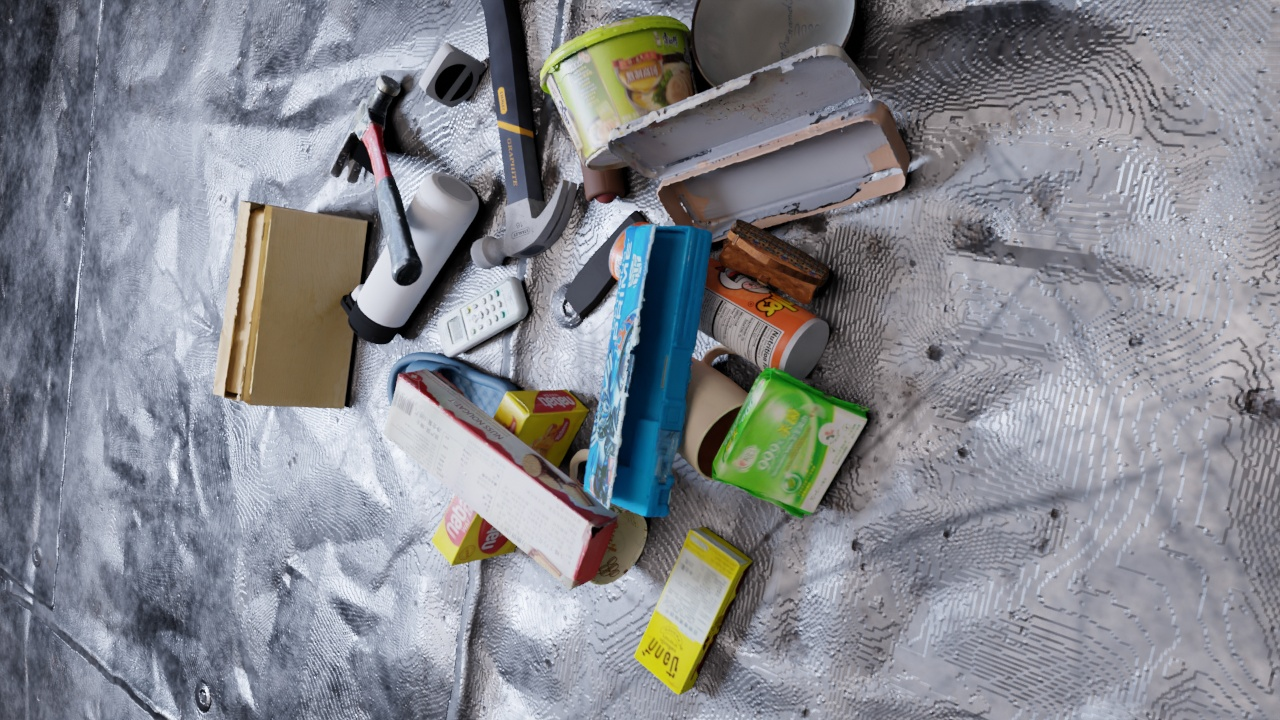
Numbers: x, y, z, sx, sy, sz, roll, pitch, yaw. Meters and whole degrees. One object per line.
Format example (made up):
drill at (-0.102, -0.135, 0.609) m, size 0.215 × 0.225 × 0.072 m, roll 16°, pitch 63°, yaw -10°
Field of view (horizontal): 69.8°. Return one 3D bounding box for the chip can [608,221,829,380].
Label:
chip can at (0.066, -0.056, 0.827) m, size 0.210 × 0.062 × 0.062 m, roll 34°, pitch 109°, yaw 32°

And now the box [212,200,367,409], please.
box at (-0.448, -0.070, 1.171) m, size 0.148 × 0.140 × 0.249 m, roll 13°, pitch 97°, yaw 28°

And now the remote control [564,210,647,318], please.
remote control at (-0.035, -0.098, 0.934) m, size 0.125 × 0.010 × 0.039 m, roll -50°, pitch 63°, yaw 25°

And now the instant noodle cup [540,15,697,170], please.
instant noodle cup at (-0.012, -0.239, 0.842) m, size 0.147 × 0.145 × 0.098 m, roll -17°, pitch 90°, yaw 35°

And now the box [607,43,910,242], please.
box at (0.096, -0.173, 0.759) m, size 0.217 × 0.157 × 0.063 m, roll -11°, pitch 60°, yaw 36°

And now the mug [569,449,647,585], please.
mug at (-0.053, 0.144, 0.903) m, size 0.097 × 0.080 × 0.122 m, roll 28°, pitch 122°, yaw 41°

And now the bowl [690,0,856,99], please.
bowl at (0.121, -0.287, 0.789) m, size 0.151 × 0.056 × 0.150 m, roll -3°, pitch 85°, yaw 34°

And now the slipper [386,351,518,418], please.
slipper at (-0.219, 0.052, 1.043) m, size 0.214 × 0.059 × 0.104 m, roll 13°, pitch 99°, yaw 35°

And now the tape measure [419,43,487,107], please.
tape measure at (-0.211, -0.320, 1.036) m, size 0.065 × 0.064 × 0.016 m, roll -48°, pitch 63°, yaw 18°

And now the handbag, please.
handbag at (0.102, -0.073, 0.718) m, size 0.093 × 0.195 × 0.043 m, roll 30°, pitch 102°, yaw 4°

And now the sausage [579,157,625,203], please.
sausage at (-0.046, -0.234, 0.927) m, size 0.040 × 0.040 × 0.155 m, roll -15°, pitch 81°, yaw 36°

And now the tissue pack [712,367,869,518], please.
tissue pack at (0.124, 0.069, 0.765) m, size 0.099 × 0.034 × 0.114 m, roll 23°, pitch 107°, yaw -10°

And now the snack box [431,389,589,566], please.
snack box at (-0.137, 0.122, 0.959) m, size 0.042 × 0.092 × 0.201 m, roll 41°, pitch 113°, yaw 30°

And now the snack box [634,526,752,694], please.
snack box at (0.048, 0.234, 0.861) m, size 0.061 × 0.025 × 0.149 m, roll 32°, pitch 108°, yaw 32°

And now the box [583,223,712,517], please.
box at (-0.006, 0.004, 0.784) m, size 0.091 × 0.066 × 0.243 m, roll 11°, pitch 93°, yaw 52°

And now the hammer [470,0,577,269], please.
hammer at (-0.144, -0.267, 1.004) m, size 0.140 × 0.035 × 0.312 m, roll -14°, pitch 81°, yaw 34°

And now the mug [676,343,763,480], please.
mug at (0.063, 0.034, 0.825) m, size 0.111 × 0.085 × 0.104 m, roll -45°, pitch 49°, yaw -3°

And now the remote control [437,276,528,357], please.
remote control at (-0.177, -0.048, 1.033) m, size 0.134 × 0.022 × 0.050 m, roll -26°, pitch 75°, yaw 34°

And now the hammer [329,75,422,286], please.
hammer at (-0.297, -0.193, 1.055) m, size 0.141 × 0.036 × 0.325 m, roll -50°, pitch 43°, yaw 26°

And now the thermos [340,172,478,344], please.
thermos at (-0.280, -0.123, 1.086) m, size 0.230 × 0.068 × 0.101 m, roll -51°, pitch 53°, yaw 26°

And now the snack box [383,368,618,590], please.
snack box at (-0.139, 0.106, 0.878) m, size 0.273 × 0.044 × 0.077 m, roll 33°, pitch 115°, yaw 28°
